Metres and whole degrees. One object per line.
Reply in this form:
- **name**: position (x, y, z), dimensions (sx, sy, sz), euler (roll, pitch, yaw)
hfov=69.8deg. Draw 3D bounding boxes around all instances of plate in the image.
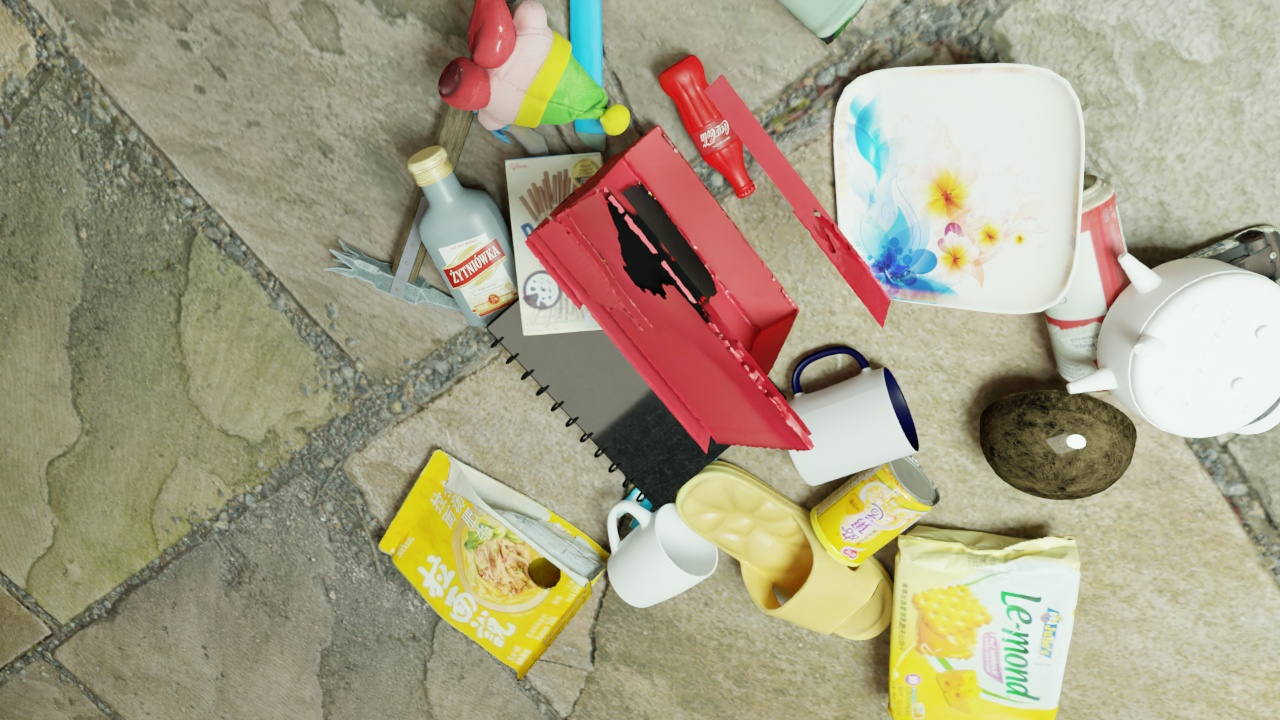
- **plate**: position (0.237, -0.129, 0.696), dimensions (0.187, 0.016, 0.187), euler (11, 122, 37)

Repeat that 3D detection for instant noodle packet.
- **instant noodle packet**: position (-0.165, 0.214, 0.984), dimensions (0.221, 0.084, 0.163), euler (35, 118, 2)

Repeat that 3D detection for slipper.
- **slipper**: position (0.145, 0.198, 0.893), dimensions (0.263, 0.078, 0.100), euler (37, 116, -9)

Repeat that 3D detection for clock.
- **clock**: position (0.410, -0.006, 0.664), dimensions (0.161, 0.072, 0.125), euler (10, 109, -9)

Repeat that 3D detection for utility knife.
- **utility knife**: position (-0.041, -0.270, 0.729), dimensions (0.031, 0.015, 0.210), euler (7, 122, 9)

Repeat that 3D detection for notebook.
- **notebook**: position (-0.005, 0.005, 0.830), dimensions (0.169, 0.019, 0.231), euler (-41, 103, 6)

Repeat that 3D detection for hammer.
- **hammer**: position (-0.164, -0.183, 0.799), dimensions (0.147, 0.028, 0.318), euler (23, 121, -8)

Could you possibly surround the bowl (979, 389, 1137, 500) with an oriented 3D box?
- **bowl**: position (0.344, 0.082, 0.764), dimensions (0.121, 0.056, 0.121), euler (15, 149, 9)

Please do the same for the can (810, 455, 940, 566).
- **can**: position (0.215, 0.136, 0.849), dimensions (0.067, 0.067, 0.105), euler (39, 119, -8)

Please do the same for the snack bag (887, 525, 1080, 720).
- **snack bag**: position (0.323, 0.263, 0.889), dimensions (0.160, 0.068, 0.248), euler (2, 117, 12)

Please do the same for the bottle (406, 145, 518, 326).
- **bottle**: position (-0.152, -0.109, 0.803), dimensions (0.072, 0.046, 0.161), euler (-19, 124, 8)

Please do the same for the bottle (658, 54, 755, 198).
- **bottle**: position (0.058, -0.185, 0.738), dimensions (0.036, 0.036, 0.119), euler (-25, 109, 24)

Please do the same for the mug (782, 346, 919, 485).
- **mug**: position (0.178, 0.043, 0.811), dimensions (0.097, 0.078, 0.112), euler (-23, 82, 23)

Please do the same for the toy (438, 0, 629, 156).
- **toy**: position (-0.083, -0.211, 0.724), dimensions (0.124, 0.131, 0.096), euler (-55, 50, 31)

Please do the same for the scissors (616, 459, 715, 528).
- **scissors**: position (0.025, 0.129, 0.924), dimensions (0.090, 0.014, 0.141), euler (24, 118, -2)

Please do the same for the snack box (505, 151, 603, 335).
- **snack box**: position (-0.066, -0.098, 0.781), dimensions (0.082, 0.026, 0.150), euler (-5, 97, 3)

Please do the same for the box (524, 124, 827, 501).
- **box**: position (0.021, -0.038, 0.667), dimensions (0.124, 0.315, 0.211), euler (-35, 104, 17)

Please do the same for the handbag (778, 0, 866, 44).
- **handbag**: position (0.123, -0.302, 0.643), dimensions (0.122, 0.067, 0.106), euler (38, 120, -7)

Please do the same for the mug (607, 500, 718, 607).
- **mug**: position (0.007, 0.188, 0.921), dimensions (0.114, 0.080, 0.088), euler (42, 125, -8)

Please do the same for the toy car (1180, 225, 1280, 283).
- **toy car**: position (0.440, -0.065, 0.708), dimensions (0.113, 0.040, 0.048), euler (-24, 110, 5)

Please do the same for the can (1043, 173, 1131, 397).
- **can**: position (0.347, -0.057, 0.716), dimensions (0.067, 0.067, 0.170), euler (-16, 113, 21)
